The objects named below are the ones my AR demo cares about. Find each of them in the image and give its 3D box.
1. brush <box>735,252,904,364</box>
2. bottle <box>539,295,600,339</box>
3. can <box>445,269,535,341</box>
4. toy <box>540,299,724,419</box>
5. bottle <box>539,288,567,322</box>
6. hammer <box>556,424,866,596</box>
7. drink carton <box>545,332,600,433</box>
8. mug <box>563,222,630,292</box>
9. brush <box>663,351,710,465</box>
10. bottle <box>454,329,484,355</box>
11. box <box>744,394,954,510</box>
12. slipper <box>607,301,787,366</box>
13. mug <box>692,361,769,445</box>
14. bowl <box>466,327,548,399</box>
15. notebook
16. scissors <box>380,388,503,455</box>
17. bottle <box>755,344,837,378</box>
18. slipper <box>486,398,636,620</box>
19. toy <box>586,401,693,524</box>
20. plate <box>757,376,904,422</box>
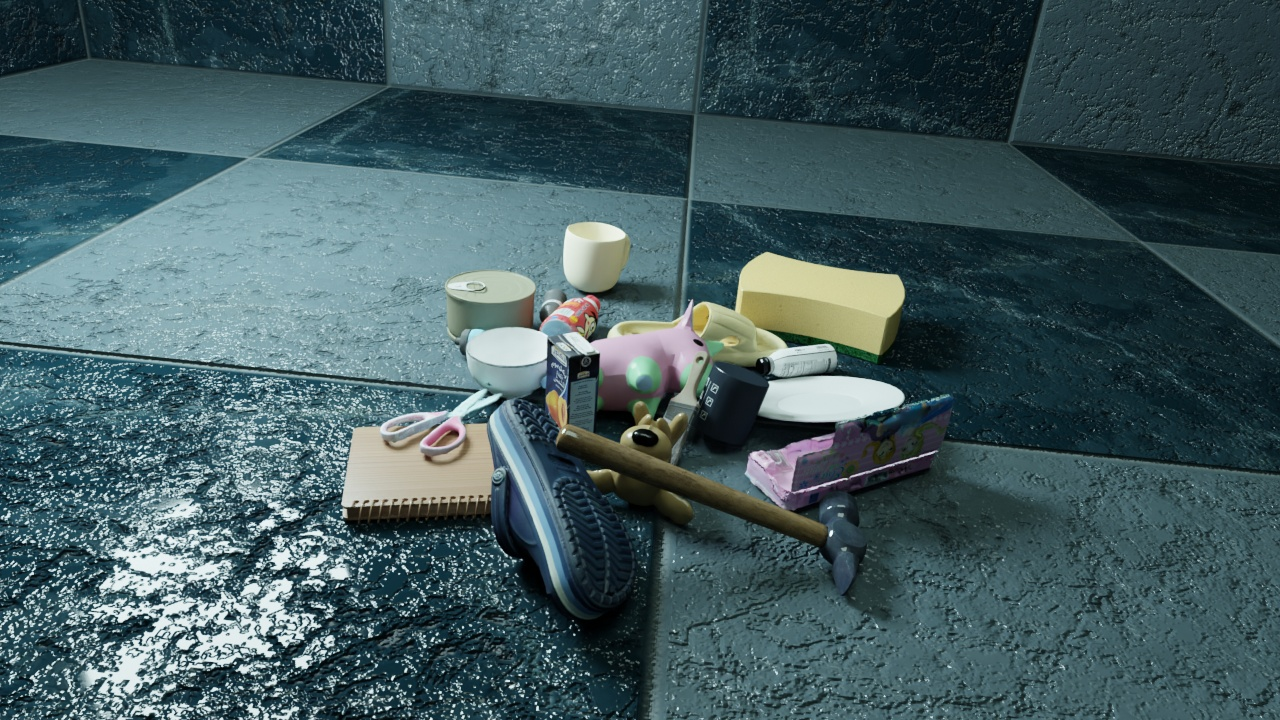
[{"bbox_3d":[0.278,-0.087,1.432,0.250,0.075,0.194,12,27,14],"label":"brush"},{"bbox_3d":[-0.094,-0.057,1.320,0.062,0.062,0.137,12,27,15],"label":"bottle"},{"bbox_3d":[-0.216,-0.074,1.321,0.128,0.073,0.127,4,26,-2],"label":"can"},{"bbox_3d":[-0.007,0.007,1.162,0.222,0.120,0.170,2,30,5],"label":"toy"},{"bbox_3d":[-0.132,-0.074,1.378,0.036,0.036,0.109,4,26,-1],"label":"bottle"},{"bbox_3d":[0.070,0.131,0.896,0.322,0.040,0.129,21,28,-4],"label":"hammer"},{"bbox_3d":[-0.080,0.037,1.049,0.040,0.130,0.064,-11,30,-28],"label":"drink carton"},{"bbox_3d":[-0.068,-0.165,1.506,0.120,0.100,0.096,-12,33,-35],"label":"mug"},{"bbox_3d":[0.051,0.054,1.075,0.039,0.012,0.151,12,66,28],"label":"brush"},{"bbox_3d":[-0.189,-0.019,1.250,0.130,0.040,0.040,7,26,4],"label":"bottle"},{"bbox_3d":[0.238,0.085,1.036,0.230,0.106,0.086,-10,30,-29],"label":"box"},{"bbox_3d":[0.084,-0.046,1.315,0.261,0.079,0.111,1,23,-7],"label":"slipper"},{"bbox_3d":[0.108,0.047,1.111,0.071,0.077,0.105,21,14,1],"label":"mug"},{"bbox_3d":[-0.164,0.008,1.172,0.113,0.063,0.113,3,27,-2],"label":"bowl"},{"bbox_3d":[-0.205,0.118,0.987,0.210,0.022,0.169,-1,26,-12],"label":"notebook"},{"bbox_3d":[-0.230,0.060,1.067,0.105,0.016,0.178,10,25,14],"label":"scissors"},{"bbox_3d":[0.215,0.002,1.276,0.116,0.041,0.041,-6,28,-22],"label":"bottle"},{"bbox_3d":[-0.089,0.146,0.875,0.105,0.095,0.252,32,22,-47],"label":"slipper"},{"bbox_3d":[0.007,0.103,0.979,0.134,0.106,0.108,15,38,12],"label":"toy"},{"bbox_3d":[0.227,0.053,1.167,0.208,0.015,0.208,-4,13,1],"label":"plate"}]
